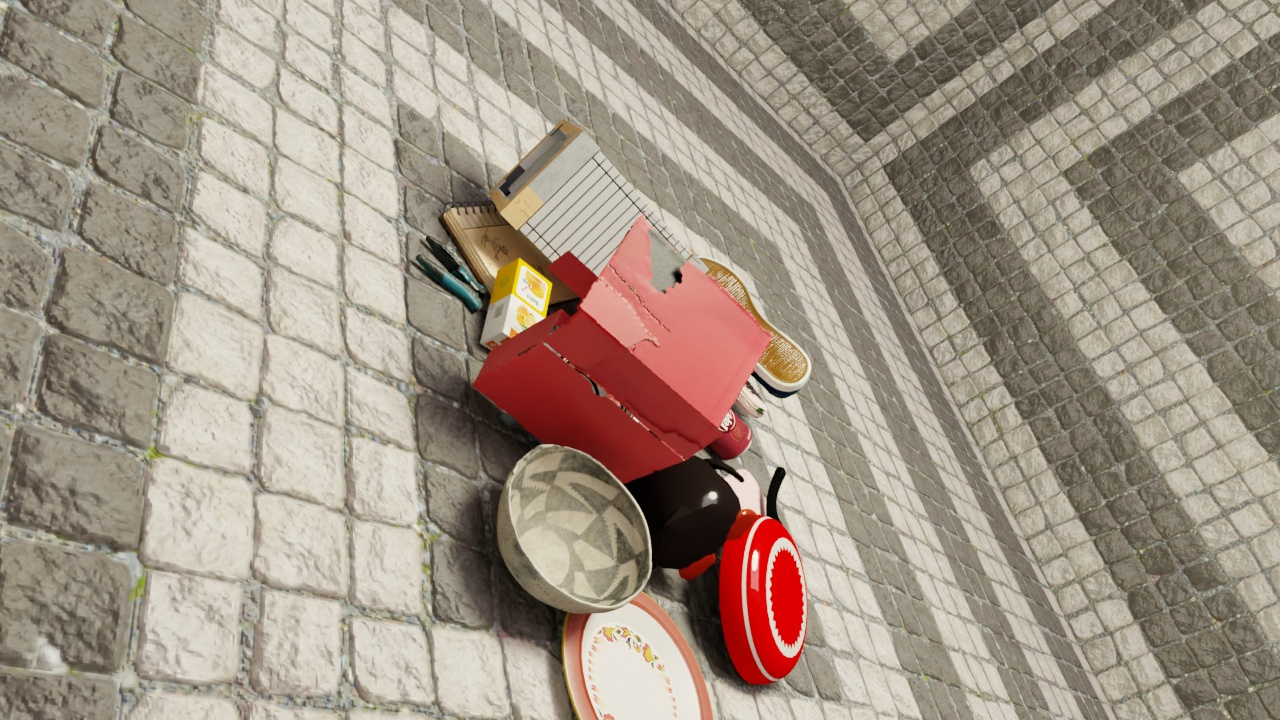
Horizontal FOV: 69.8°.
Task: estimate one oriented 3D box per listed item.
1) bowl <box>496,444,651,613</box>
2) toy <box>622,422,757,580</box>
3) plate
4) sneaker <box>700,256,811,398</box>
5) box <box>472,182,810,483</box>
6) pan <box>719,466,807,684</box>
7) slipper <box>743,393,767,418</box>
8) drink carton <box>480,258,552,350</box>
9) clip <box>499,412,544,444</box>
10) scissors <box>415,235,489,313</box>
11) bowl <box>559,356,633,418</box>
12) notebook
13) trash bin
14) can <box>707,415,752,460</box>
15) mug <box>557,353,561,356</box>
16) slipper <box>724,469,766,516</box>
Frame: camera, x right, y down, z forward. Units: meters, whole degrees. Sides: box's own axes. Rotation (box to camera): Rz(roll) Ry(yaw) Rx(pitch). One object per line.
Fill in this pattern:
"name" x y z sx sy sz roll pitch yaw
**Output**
"bowl" -0.078 0.181 0.924 0.178 0.081 0.178 28 38 -25
"toy" 0.024 0.148 1.095 0.140 0.159 0.184 31 17 -51
"plate" -0.004 0.336 0.941 0.229 0.021 0.229 41 28 -28
"sneaker" 0.166 -0.049 1.536 0.294 0.120 0.127 50 -18 17
"box" 0.002 0.001 0.957 0.211 0.319 0.121 41 22 -23
"pan" 0.178 0.259 1.218 0.209 0.067 0.355 66 31 -27
"slipper" 0.117 0.014 1.506 0.094 0.064 0.239 23 26 -54
"drink carton" -0.150 -0.056 1.113 0.058 0.040 0.122 38 44 -36
"clip" -0.093 0.143 1.019 0.173 0.030 0.158 39 31 -27
"scissors" -0.215 -0.095 1.105 0.148 0.019 0.122 62 25 10
"bowl" -0.072 0.045 1.113 0.120 0.066 0.120 6 80 -35
"notebook" -0.166 -0.146 1.250 0.167 0.024 0.225 58 25 4
"trash bin" -0.058 -0.174 1.221 0.247 0.142 0.142 45 4 -25
"can" 0.115 0.096 1.397 0.114 0.063 0.063 46 27 -20
"mug" -0.053 0.005 1.209 0.094 0.085 0.121 49 -4 -13
"slipper" 0.140 0.211 1.309 0.106 0.056 0.221 64 17 14
